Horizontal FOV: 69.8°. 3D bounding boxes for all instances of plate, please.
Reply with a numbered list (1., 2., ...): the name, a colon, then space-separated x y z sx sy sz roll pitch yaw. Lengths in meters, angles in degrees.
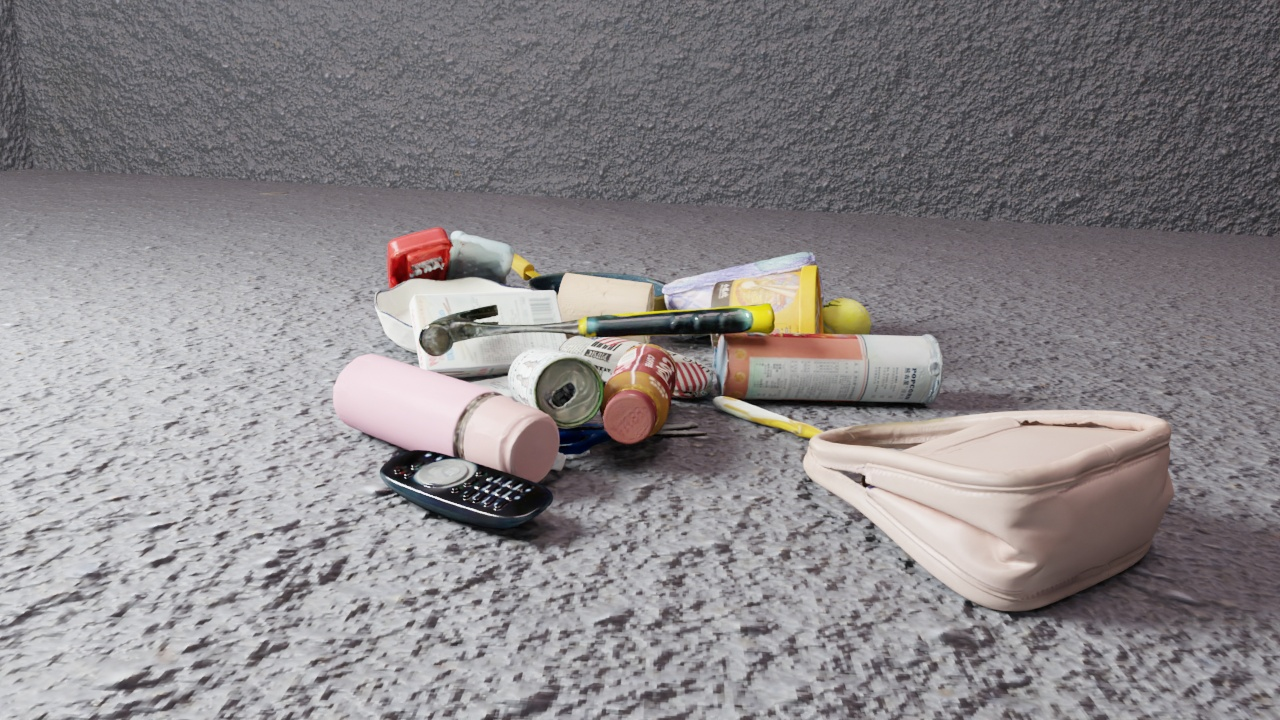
1. plate: -0.202 -0.049 1.062 0.205 0.046 0.204 6 19 -2

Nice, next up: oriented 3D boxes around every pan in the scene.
1. pan: -0.124 -0.118 1.295 0.358 0.078 0.197 12 17 28

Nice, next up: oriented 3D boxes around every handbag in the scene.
1. handbag: 0.220 0.078 0.645 0.192 0.093 0.234 -9 14 -36
2. handbag: 0.127 -0.080 1.136 0.194 0.075 0.134 -11 9 11

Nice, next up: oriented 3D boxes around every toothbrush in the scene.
1. toothbrush: 0.134 0.061 0.808 0.018 0.016 0.192 -23 29 -40

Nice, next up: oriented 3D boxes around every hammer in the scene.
1. hammer: -0.036 -0.035 0.873 0.323 0.032 0.126 -2 11 2

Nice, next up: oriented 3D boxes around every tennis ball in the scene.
1. tennis ball: 0.247 -0.043 1.117 0.065 0.065 0.065 3 15 -1

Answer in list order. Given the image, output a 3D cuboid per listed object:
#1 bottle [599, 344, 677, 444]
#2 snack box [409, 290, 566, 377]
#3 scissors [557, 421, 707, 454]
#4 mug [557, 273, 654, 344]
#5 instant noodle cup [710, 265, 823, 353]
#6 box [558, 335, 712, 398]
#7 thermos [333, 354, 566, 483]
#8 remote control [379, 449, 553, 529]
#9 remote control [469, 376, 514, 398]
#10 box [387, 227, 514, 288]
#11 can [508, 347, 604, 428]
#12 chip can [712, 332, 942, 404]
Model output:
1. bottle: -0.001 0.028 0.778 0.057 0.057 0.174 4 12 5
2. snack box: -0.155 -0.028 0.954 0.156 0.084 0.027 -5 -21 -26
3. scissors: -0.022 0.064 0.774 0.172 0.012 0.132 6 14 7
4. mug: -0.038 -0.052 1.095 0.103 0.084 0.125 6 -11 7
5. instant noodle cup: 0.142 -0.043 1.018 0.114 0.118 0.118 -2 14 16
6. box: -0.005 0.009 0.928 0.164 0.052 0.068 17 9 20
7. thermos: -0.147 0.048 0.720 0.199 0.067 0.087 13 -11 34
8. remote control: -0.120 0.090 0.627 0.137 0.024 0.053 12 28 31
9. remote control: -0.108 0.029 0.867 0.134 0.019 0.056 -10 20 -41
10. box: -0.248 -0.117 1.182 0.161 0.058 0.201 -3 -12 -15
11. can: -0.072 0.020 0.759 0.058 0.058 0.147 -1 3 -15
12. chip can: 0.182 0.007 0.910 0.214 0.071 0.071 1 15 -5
